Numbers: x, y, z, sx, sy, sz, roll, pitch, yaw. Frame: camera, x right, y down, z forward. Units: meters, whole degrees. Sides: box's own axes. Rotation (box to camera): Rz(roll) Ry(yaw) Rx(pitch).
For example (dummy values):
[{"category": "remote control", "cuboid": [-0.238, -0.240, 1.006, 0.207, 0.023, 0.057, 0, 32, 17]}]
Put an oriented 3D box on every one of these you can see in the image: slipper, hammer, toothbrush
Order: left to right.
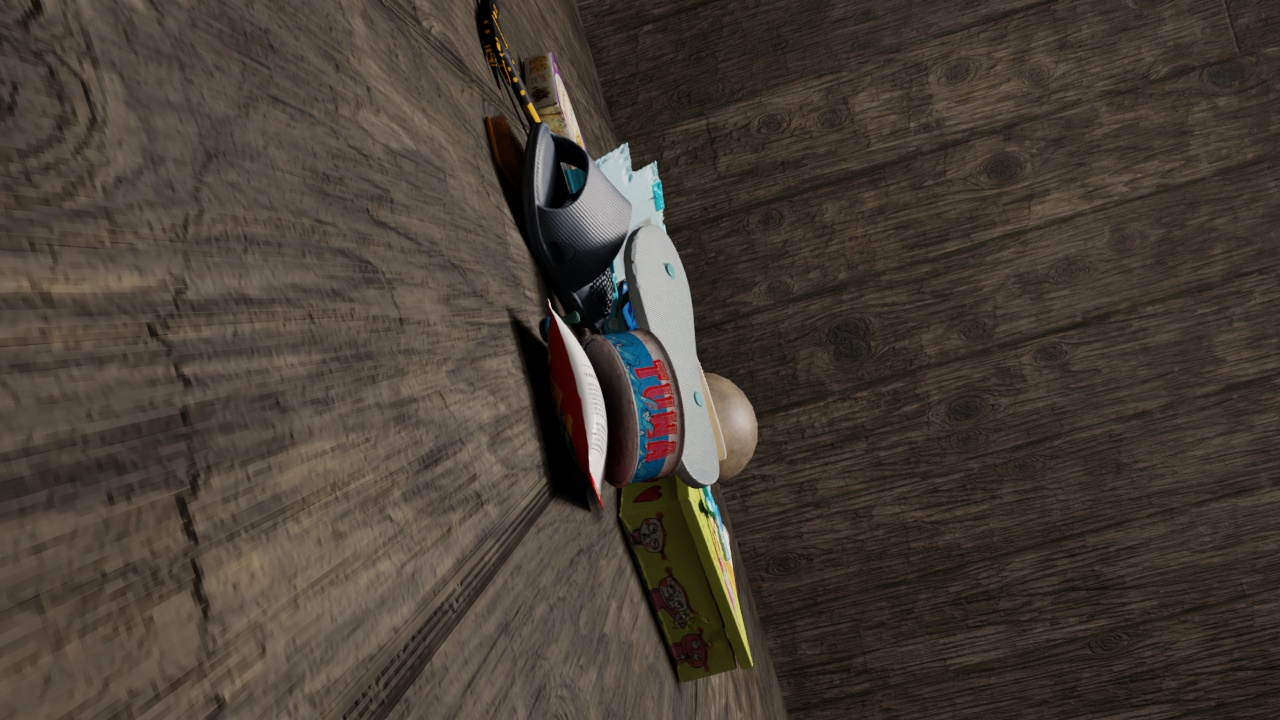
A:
[{"category": "hammer", "cuboid": [-0.108, -0.246, 1.031, 0.321, 0.036, 0.123, 64, 12, -49]}, {"category": "toothbrush", "cuboid": [-0.073, -0.032, 0.833, 0.135, 0.017, 0.022, -56, 129, -80]}, {"category": "slipper", "cuboid": [-0.047, -0.116, 0.887, 0.264, 0.082, 0.101, 71, 26, -56]}, {"category": "slipper", "cuboid": [0.013, -0.009, 0.843, 0.098, 0.055, 0.268, 29, 45, -52]}, {"category": "slipper", "cuboid": [0.048, 0.024, 1.147, 0.114, 0.054, 0.273, 48, -15, 56]}]

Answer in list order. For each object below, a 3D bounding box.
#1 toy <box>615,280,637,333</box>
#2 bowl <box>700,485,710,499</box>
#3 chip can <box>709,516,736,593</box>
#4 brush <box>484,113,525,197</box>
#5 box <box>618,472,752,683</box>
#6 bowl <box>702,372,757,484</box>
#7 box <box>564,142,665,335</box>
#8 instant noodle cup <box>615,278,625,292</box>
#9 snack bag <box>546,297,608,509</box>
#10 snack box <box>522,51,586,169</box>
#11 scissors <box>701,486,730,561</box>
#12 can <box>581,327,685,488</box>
[{"category": "toy", "cuboid": [-0.006, 0.006, 0.980, 0.112, 0.071, 0.176, -14, 93, -74]}, {"category": "bowl", "cuboid": [0.046, 0.146, 1.169, 0.178, 0.081, 0.178, -13, 89, -84]}, {"category": "chip can", "cuboid": [0.082, 0.273, 1.172, 0.214, 0.075, 0.075, -81, 154, -78]}, {"category": "brush", "cuboid": [-0.112, -0.179, 0.848, 0.126, 0.017, 0.048, 55, 19, -74]}, {"category": "box", "cuboid": [0.046, 0.210, 0.960, 0.124, 0.083, 0.221, -93, 167, -69]}, {"category": "bowl", "cuboid": [0.078, 0.101, 1.296, 0.070, 0.163, 0.162, -16, 89, -59]}, {"category": "box", "cuboid": [-0.035, -0.145, 1.084, 0.227, 0.086, 0.169, 79, 30, -58]}, {"category": "instant noodle cup", "cuboid": [-0.004, -0.072, 1.280, 0.098, 0.099, 0.108, -91, 156, -70]}, {"category": "snack bag", "cuboid": [-0.047, 0.038, 0.718, 0.131, 0.039, 0.144, 87, -12, -74]}, {"category": "snack box", "cuboid": [-0.103, -0.288, 1.152, 0.143, 0.040, 0.148, -101, 173, -47]}, {"category": "scissors", "cuboid": [0.074, 0.150, 0.976, 0.140, 0.011, 0.134, 64, 7, -67]}, {"category": "can", "cuboid": [-0.011, 0.039, 0.774, 0.130, 0.044, 0.130, 170, -90, -67]}]
